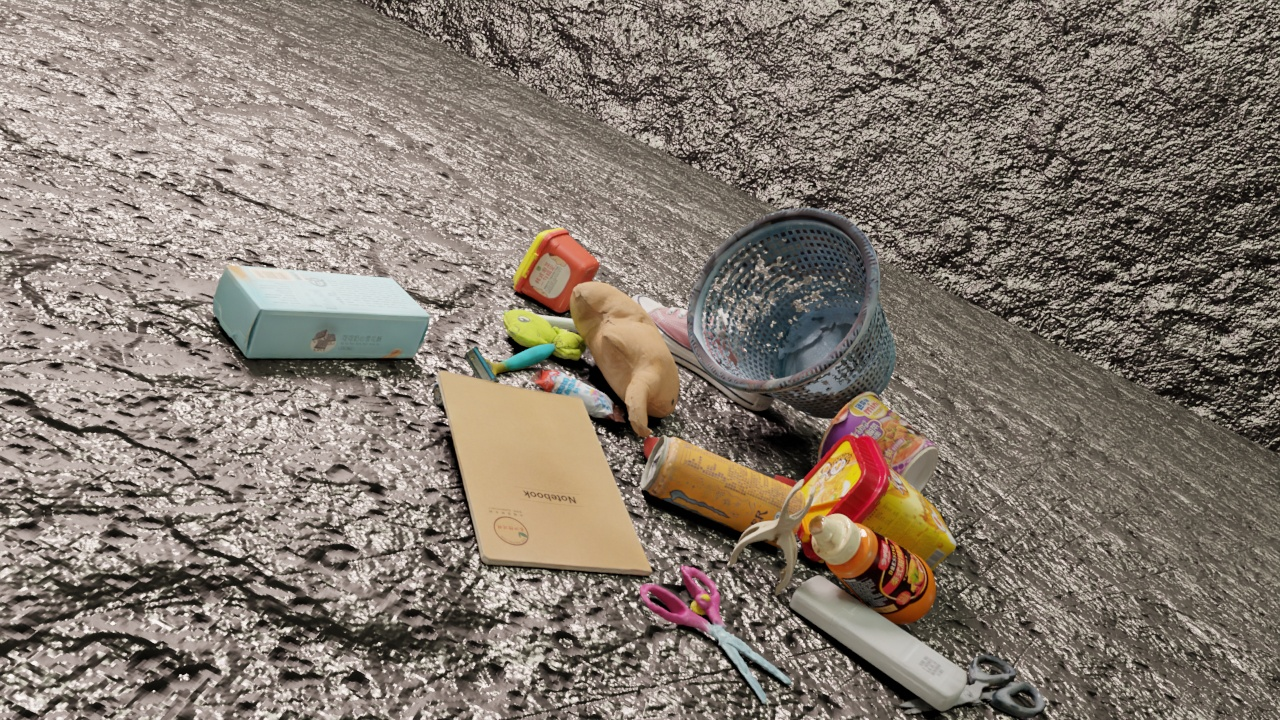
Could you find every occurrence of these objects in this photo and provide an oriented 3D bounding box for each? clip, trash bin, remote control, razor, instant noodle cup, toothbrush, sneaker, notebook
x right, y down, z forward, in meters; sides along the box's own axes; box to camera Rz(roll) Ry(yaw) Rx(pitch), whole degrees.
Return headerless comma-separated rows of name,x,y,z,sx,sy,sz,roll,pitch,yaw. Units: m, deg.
clip,0.126,0.158,0.787,0.095,0.102,0.035,54,21,1
trash bin,0.198,-0.031,1.073,0.226,0.226,0.195,45,4,41
remote control,0.196,0.233,0.763,0.150,0.021,0.058,32,20,27
razor,-0.130,0.000,0.948,0.043,0.028,0.132,54,29,8
instant noodle cup,0.227,0.154,0.892,0.123,0.116,0.116,34,18,-11
toothbrush,-0.071,-0.040,1.135,0.189,0.020,0.029,8,-4,-38
instant noodle cup,0.272,0.108,1.039,0.111,0.112,0.099,2,28,-48
sneaker,0.087,-0.032,1.203,0.241,0.088,0.118,36,22,22
notebook,-0.083,0.090,0.759,0.147,0.008,0.207,13,33,-32

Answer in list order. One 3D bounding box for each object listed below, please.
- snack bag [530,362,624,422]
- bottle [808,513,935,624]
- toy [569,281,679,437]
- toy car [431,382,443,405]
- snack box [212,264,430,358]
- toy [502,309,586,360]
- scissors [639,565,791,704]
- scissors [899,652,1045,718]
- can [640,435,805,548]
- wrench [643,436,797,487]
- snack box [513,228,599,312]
snack bag,-0.064,0.036,0.941,0.105,0.026,0.045,26,12,-7
bottle,0.196,0.175,0.797,0.149,0.067,0.066,38,12,-30
toy,-0.006,0.006,0.992,0.143,0.083,0.225,34,18,-41
toy car,-0.143,0.042,0.824,0.105,0.031,0.048,36,21,28
snack box,-0.284,-0.041,0.829,0.174,0.052,0.074,0,34,-49
toy,-0.111,-0.028,1.039,0.100,0.031,0.096,30,16,-1
scissors,0.052,0.203,0.685,0.108,0.017,0.135,12,28,-38
scissors,0.279,0.283,0.761,0.133,0.014,0.175,30,21,15
can,0.077,0.122,0.851,0.146,0.058,0.058,23,20,-7
wrench,0.126,0.123,0.953,0.273,0.016,0.056,15,45,-21
snack box,-0.106,-0.113,1.173,0.080,0.091,0.081,36,22,8
